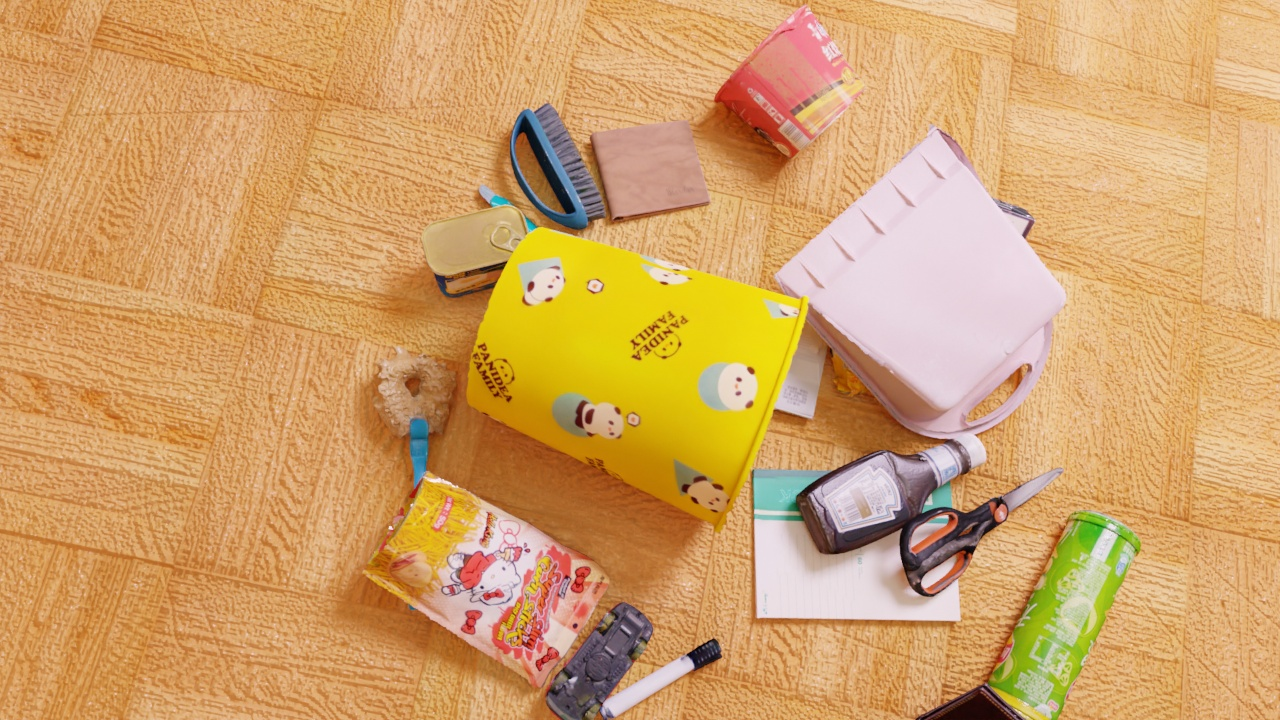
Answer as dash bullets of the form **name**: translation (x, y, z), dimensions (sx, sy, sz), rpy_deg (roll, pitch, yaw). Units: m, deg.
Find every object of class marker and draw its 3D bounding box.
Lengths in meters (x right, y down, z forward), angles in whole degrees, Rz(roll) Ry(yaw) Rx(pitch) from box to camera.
- **marker**: translation (0.020, 0.305, 0.874), dimensions (0.130, 0.018, 0.022), rpy_deg (-28, 64, -12)

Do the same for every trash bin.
- **trash bin**: translation (-0.005, 0.005, 0.848), dimensions (0.255, 0.230, 0.229), rpy_deg (21, 75, 5)

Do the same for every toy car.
- **toy car**: translation (-0.038, 0.285, 0.859), dimensions (0.053, 0.045, 0.120), rpy_deg (40, 71, 6)

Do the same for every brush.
- **brush**: translation (-0.215, 0.110, 0.886), dimensions (0.083, 0.046, 0.254), rpy_deg (-2, 81, -16)
- **brush**: translation (-0.095, -0.200, 0.964), dimensions (0.073, 0.055, 0.144), rpy_deg (-25, 81, -13)

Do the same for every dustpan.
- **dustpan**: translation (0.294, -0.051, 0.930), dimensions (0.222, 0.139, 0.273), rpy_deg (-40, 81, 1)

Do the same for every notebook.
- **notebook**: translation (0.217, 0.185, 0.928), dimensions (0.209, 0.012, 0.150), rpy_deg (2, 75, -5)

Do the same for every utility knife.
- **utility knife**: translation (-0.108, -0.128, 0.966), dimensions (0.171, 0.013, 0.029), rpy_deg (43, 41, 6)

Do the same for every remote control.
- **remote control**: translation (0.169, -0.003, 0.961), dimensions (0.049, 0.024, 0.124), rpy_deg (15, 76, -2)

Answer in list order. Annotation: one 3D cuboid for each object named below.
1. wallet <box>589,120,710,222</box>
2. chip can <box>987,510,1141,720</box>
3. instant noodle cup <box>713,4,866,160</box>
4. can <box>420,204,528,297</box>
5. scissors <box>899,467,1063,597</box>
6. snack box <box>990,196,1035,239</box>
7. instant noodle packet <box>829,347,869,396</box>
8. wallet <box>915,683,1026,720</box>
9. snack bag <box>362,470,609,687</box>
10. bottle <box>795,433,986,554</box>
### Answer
- **wallet**: translation (0.011, -0.208, 0.997), dimensions (0.115, 0.020, 0.101), rpy_deg (-13, 80, -12)
- **chip can**: translation (0.414, 0.252, 0.901), dimensions (0.072, 0.073, 0.221), rpy_deg (34, 76, 3)
- **instant noodle cup**: translation (0.163, -0.288, 0.979), dimensions (0.137, 0.138, 0.108), rpy_deg (-44, 93, -14)
- **can**: translation (-0.162, -0.107, 0.920), dimensions (0.102, 0.083, 0.057), rpy_deg (-16, 79, -10)
- **scissors**: translation (0.347, 0.146, 0.922), dimensions (0.234, 0.022, 0.125), rpy_deg (-44, 112, -16)
- **snack box**: translation (0.332, -0.115, 0.972), dimensions (0.113, 0.053, 0.126), rpy_deg (19, 117, -1)
- **instant noodle packet**: translation (0.253, -0.029, 0.954), dimensions (0.128, 0.044, 0.111), rpy_deg (-15, 104, -8)
- **wallet**: translation (0.335, 0.364, 0.861), dimensions (0.122, 0.097, 0.020), rpy_deg (41, 36, 3)
- **snack bag**: translation (-0.140, 0.201, 0.851), dimensions (0.208, 0.073, 0.128), rpy_deg (35, 74, -14)
- **bottle**: translation (0.255, 0.126, 0.919), dimensions (0.194, 0.044, 0.080), rpy_deg (-22, 82, -12)
